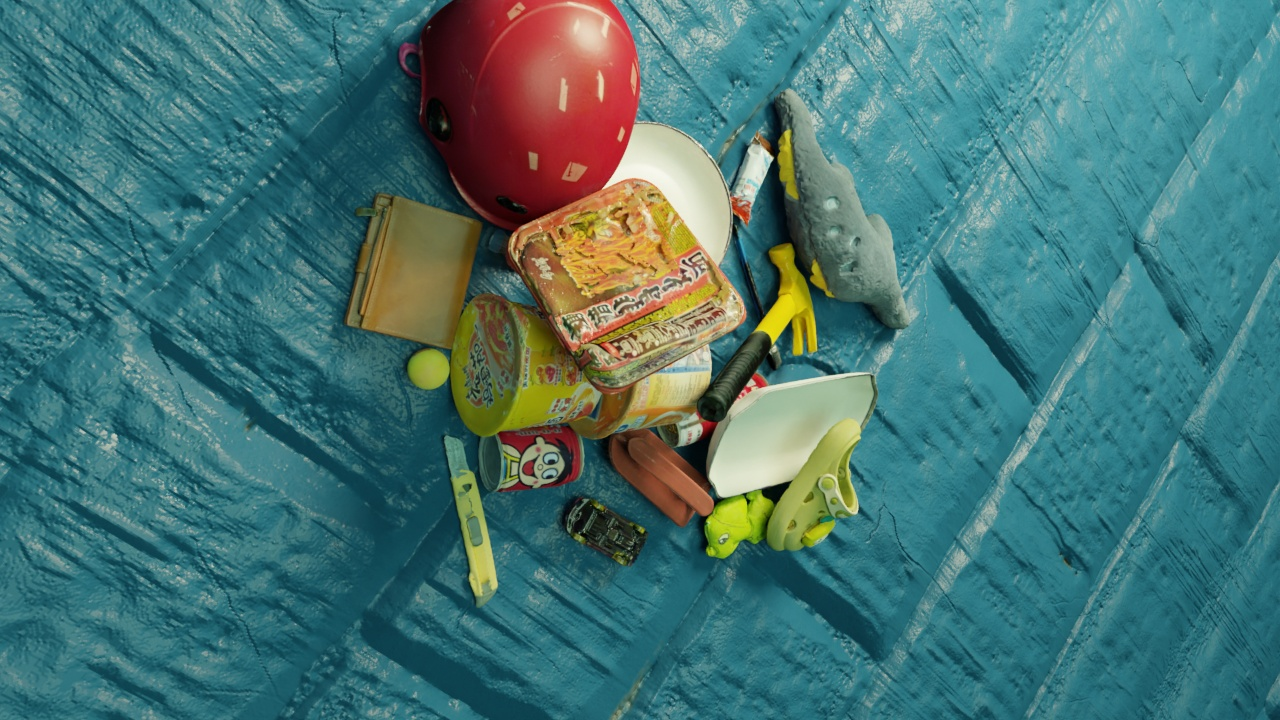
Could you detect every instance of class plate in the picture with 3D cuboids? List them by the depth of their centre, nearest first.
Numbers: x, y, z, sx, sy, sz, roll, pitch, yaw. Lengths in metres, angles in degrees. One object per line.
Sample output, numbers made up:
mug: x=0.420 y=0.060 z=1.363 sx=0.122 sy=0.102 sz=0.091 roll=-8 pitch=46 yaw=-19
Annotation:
plate: x=0.008 y=-0.157 z=0.986 sx=0.192 sy=0.039 sz=0.192 roll=1 pitch=88 yaw=-25
plate: x=0.176 y=0.079 z=1.085 sx=0.265 sy=0.034 sz=0.162 roll=-8 pitch=130 yaw=-37

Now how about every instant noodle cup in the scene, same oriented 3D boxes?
instant noodle cup: x=-0.018 y=-0.064 z=0.840 sx=0.164 sy=0.079 sz=0.188 roll=-27 pitch=71 yaw=-18
instant noodle cup: x=-0.107 y=0.006 z=0.903 sx=0.109 sy=0.138 sz=0.138 roll=3 pitch=95 yaw=-38
instant noodle cup: x=-0.006 y=0.006 z=0.955 sx=0.111 sy=0.152 sz=0.151 roll=3 pitch=95 yaw=-38

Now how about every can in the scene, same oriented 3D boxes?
can: x=-0.112 y=0.099 z=0.945 sx=0.093 sy=0.067 sz=0.066 roll=-2 pitch=97 yaw=-30
can: x=0.085 y=0.057 z=1.060 sx=0.132 sy=0.053 sz=0.053 roll=-18 pitch=105 yaw=-27

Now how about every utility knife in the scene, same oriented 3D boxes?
utility knife: x=-0.177 y=0.166 z=0.951 sx=0.030 sy=0.020 sz=0.190 roll=-18 pitch=100 yaw=-33

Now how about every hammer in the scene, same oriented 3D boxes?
hammer: x=0.133 y=-0.020 z=1.010 sx=0.299 sy=0.033 sz=0.129 roll=-46 pitch=119 yaw=-51

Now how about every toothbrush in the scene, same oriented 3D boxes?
toothbrush: x=0.139 y=-0.075 z=1.097 sx=0.016 sy=0.014 sz=0.189 roll=-26 pitch=108 yaw=-26

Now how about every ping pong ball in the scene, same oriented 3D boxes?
ping pong ball: x=-0.207 y=0.008 z=0.895 sx=0.040 sy=0.040 sz=0.040 roll=-4 pitch=98 yaw=-29

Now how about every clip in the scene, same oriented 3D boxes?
clip: x=-0.133 y=-0.115 z=0.935 sx=0.058 sy=0.043 sz=0.026 roll=25 pitch=82 yaw=-34

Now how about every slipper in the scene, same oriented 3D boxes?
slipper: x=0.221 y=0.161 z=1.097 sx=0.091 sy=0.081 sz=0.191 roll=-7 pitch=128 yaw=-59

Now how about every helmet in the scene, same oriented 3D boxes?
helmet: x=-0.087 y=-0.245 z=0.842 sx=0.206 sy=0.144 sz=0.240 roll=-8 pitch=94 yaw=-30

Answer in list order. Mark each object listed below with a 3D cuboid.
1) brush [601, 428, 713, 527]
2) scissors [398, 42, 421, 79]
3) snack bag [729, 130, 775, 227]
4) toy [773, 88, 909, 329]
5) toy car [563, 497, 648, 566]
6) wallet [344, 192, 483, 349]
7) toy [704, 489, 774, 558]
brush: x=0.020 y=0.124 z=1.022 sx=0.146 sy=0.069 sz=0.063 roll=44 pitch=74 yaw=-27
scissors: x=-0.176 y=-0.278 z=0.892 sx=0.130 sy=0.017 sz=0.133 roll=-13 pitch=106 yaw=-30
snack bag: x=0.129 y=-0.211 z=1.067 sx=0.048 sy=0.026 sz=0.104 roll=32 pitch=81 yaw=-41
toy: x=0.243 y=-0.152 z=1.112 sx=0.356 sy=0.092 sz=0.137 roll=54 pitch=43 yaw=-25
toy car: x=-0.040 y=0.188 z=1.018 sx=0.106 sy=0.031 sz=0.049 roll=34 pitch=79 yaw=-30
wallet: x=-0.221 y=-0.086 z=0.876 sx=0.119 sy=0.035 sz=0.130 roll=14 pitch=90 yaw=-25
toy: x=0.117 y=0.194 z=1.109 sx=0.100 sy=0.031 sz=0.096 roll=18 pitch=87 yaw=-35
